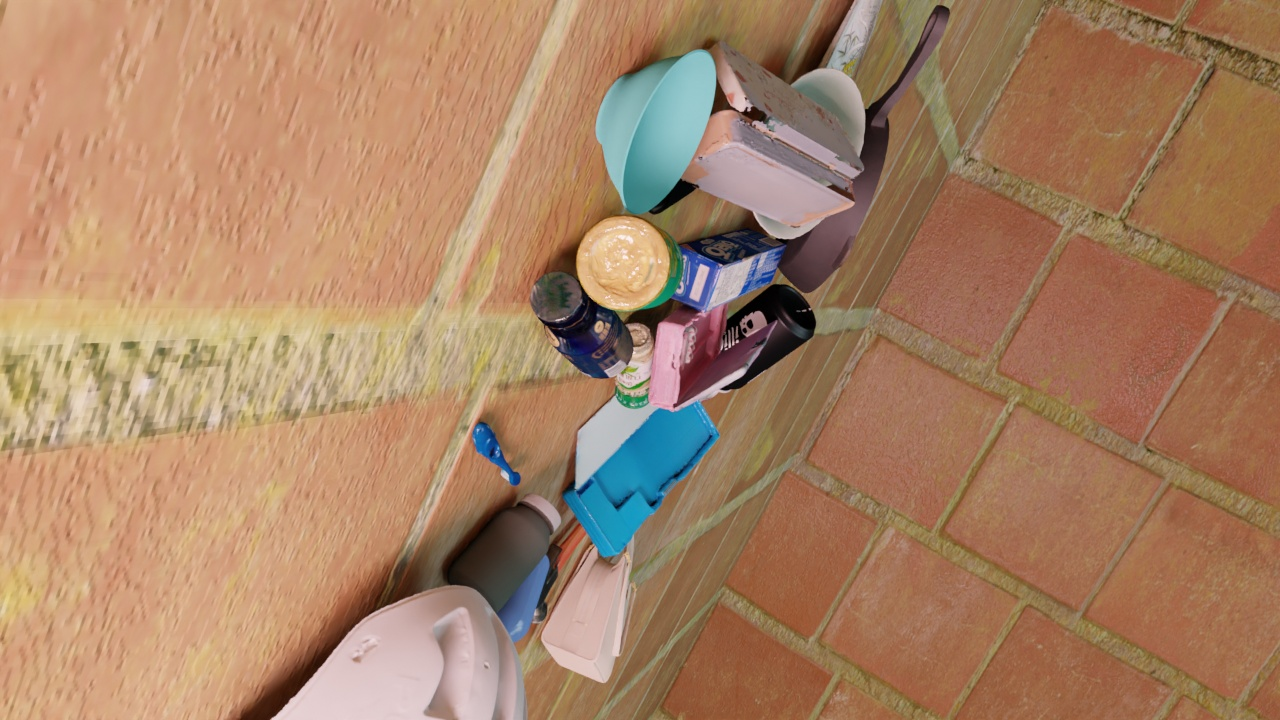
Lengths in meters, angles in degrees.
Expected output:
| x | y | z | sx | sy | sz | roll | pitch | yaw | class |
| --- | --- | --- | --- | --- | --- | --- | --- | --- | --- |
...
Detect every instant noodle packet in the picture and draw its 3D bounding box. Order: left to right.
| x | y | z | sx | sy | sz | roll | pitch | yaw | class |
| --- | --- | --- | --- | --- | --- | --- | --- | --- | --- |
| 0.214 | -0.303 | 1.019 | 0.269 | 0.057 | 0.146 | -66 | 169 | 12 | instant noodle packet |

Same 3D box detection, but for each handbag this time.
| x | y | z | sx | sy | sz | roll | pitch | yaw | class |
| --- | --- | --- | --- | --- | --- | --- | --- | --- | --- |
| -0.051 | 0.320 | 1.252 | 0.195 | 0.101 | 0.197 | 84 | 27 | -62 | handbag |

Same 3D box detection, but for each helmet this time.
| x | y | z | sx | sy | sz | roll | pitch | yaw | class |
| --- | --- | --- | --- | --- | --- | --- | --- | --- | --- |
| -0.189 | 0.301 | 0.679 | 0.281 | 0.184 | 0.225 | -52 | 160 | -46 | helmet |

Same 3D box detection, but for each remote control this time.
| x | y | z | sx | sy | sz | roll | pitch | yaw | class |
| --- | --- | --- | --- | --- | --- | --- | --- | --- | --- |
| 0.052 | -0.173 | 0.830 | 0.140 | 0.021 | 0.046 | -43 | 157 | -47 | remote control |

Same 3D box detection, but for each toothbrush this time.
| x | y | z | sx | sy | sz | roll | pitch | yaw | class |
| --- | --- | --- | --- | --- | --- | --- | --- | --- | --- |
| -0.121 | 0.078 | 0.766 | 0.021 | 0.016 | 0.132 | -55 | 160 | -19 | toothbrush |

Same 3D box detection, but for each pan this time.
| x | y | z | sx | sy | sz | roll | pitch | yaw | class |
| --- | --- | --- | --- | --- | --- | --- | --- | --- | --- |
| 0.240 | -0.240 | 1.051 | 0.248 | 0.043 | 0.357 | -80 | -168 | -51 | pan |

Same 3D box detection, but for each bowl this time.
| x | y | z | sx | sy | sz | roll | pitch | yaw | class |
| --- | --- | --- | --- | --- | --- | --- | --- | --- | --- |
| 0.002 | -0.169 | 0.650 | 0.120 | 0.046 | 0.121 | -51 | 161 | -26 | bowl |
| 0.148 | -0.214 | 0.933 | 0.173 | 0.068 | 0.174 | -26 | 132 | -33 | bowl |

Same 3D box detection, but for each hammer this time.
| x | y | z | sx | sy | sz | roll | pitch | yaw | class |
| --- | --- | --- | --- | --- | --- | --- | --- | --- | --- |
| -0.037 | 0.161 | 1.115 | 0.332 | 0.033 | 0.133 | -50 | 159 | -33 | hammer |

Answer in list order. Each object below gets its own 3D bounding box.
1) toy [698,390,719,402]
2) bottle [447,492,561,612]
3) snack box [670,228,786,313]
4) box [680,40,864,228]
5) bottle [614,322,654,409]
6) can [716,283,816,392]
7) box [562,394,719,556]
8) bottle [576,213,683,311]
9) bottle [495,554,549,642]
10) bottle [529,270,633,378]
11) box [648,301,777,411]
| x | y | z | sx | sy | sz | roll | pitch | yaw | class |
| --- | --- | --- | --- | --- | --- | --- | --- | --- | --- |
| 0.083 | 0.031 | 1.212 | 0.065 | 0.050 | 0.102 | -50 | 156 | -16 | toy |
| -0.122 | 0.174 | 0.840 | 0.108 | 0.060 | 0.060 | -48 | 159 | -33 | bottle |
| 0.096 | -0.103 | 1.006 | 0.225 | 0.059 | 0.060 | -28 | 141 | -62 | snack box |
| 0.111 | -0.183 | 0.816 | 0.216 | 0.095 | 0.108 | 9 | 133 | -50 | box |
| -0.005 | 0.005 | 0.924 | 0.042 | 0.043 | 0.110 | -51 | 160 | -27 | bottle |
| 0.140 | -0.026 | 1.137 | 0.146 | 0.080 | 0.080 | -39 | 177 | 34 | can |
| -0.003 | 0.086 | 1.062 | 0.242 | 0.064 | 0.174 | -43 | 127 | -44 | box |
| 0.000 | -0.075 | 0.730 | 0.068 | 0.068 | 0.209 | -62 | 176 | 7 | bottle |
| -0.126 | 0.241 | 0.884 | 0.130 | 0.048 | 0.048 | -74 | 179 | -50 | bottle |
| -0.046 | -0.027 | 0.731 | 0.056 | 0.056 | 0.161 | -58 | 163 | -7 | bottle |
| 0.089 | -0.015 | 0.978 | 0.232 | 0.099 | 0.099 | -40 | 138 | -69 | box |
